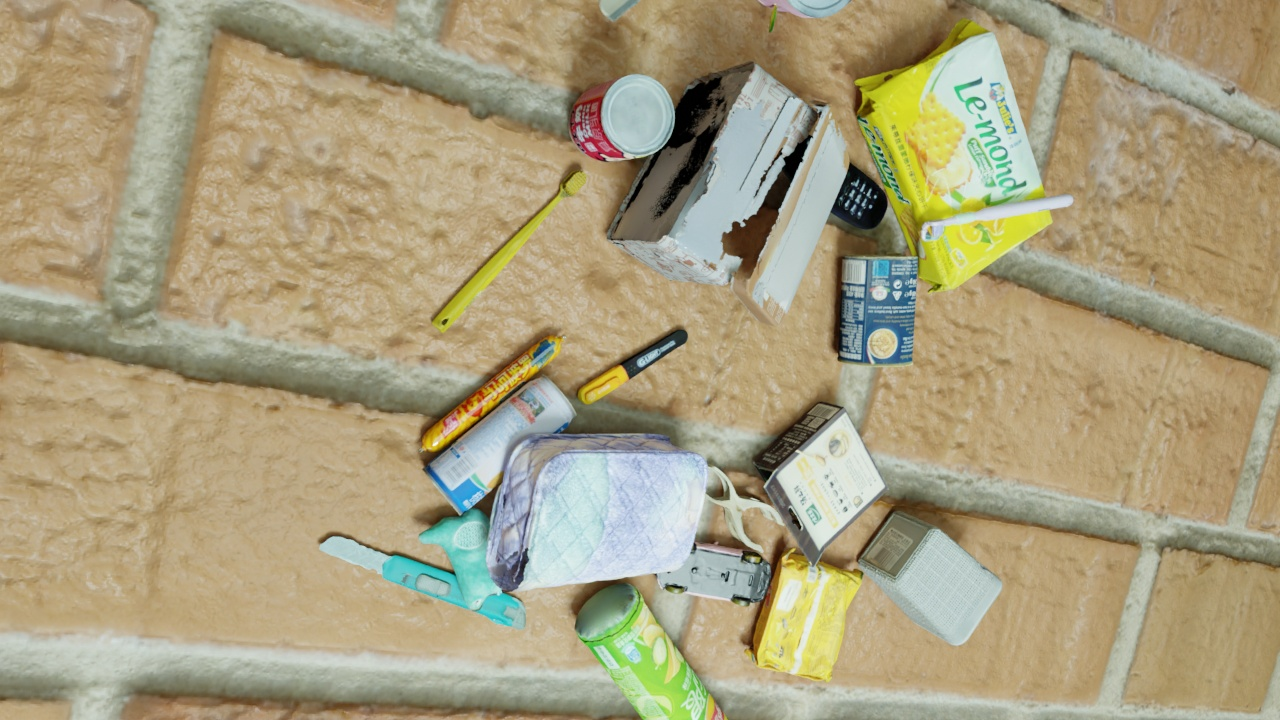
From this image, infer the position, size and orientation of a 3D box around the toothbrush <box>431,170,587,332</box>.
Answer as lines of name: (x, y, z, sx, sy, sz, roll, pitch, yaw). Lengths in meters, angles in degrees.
toothbrush: (-0.112, -0.097, 0.803, 0.190, 0.017, 0.015, -48, 112, -9)

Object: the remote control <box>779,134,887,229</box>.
remote control: (0.190, -0.178, 0.916, 0.136, 0.024, 0.053, 30, 88, -23)

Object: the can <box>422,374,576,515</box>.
can: (-0.122, 0.072, 0.806, 0.134, 0.053, 0.053, -40, 111, -13)

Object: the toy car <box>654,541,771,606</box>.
toy car: (0.072, 0.211, 0.922, 0.122, 0.037, 0.056, 13, 90, -12)

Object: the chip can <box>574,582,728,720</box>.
chip can: (0.019, 0.314, 0.895, 0.072, 0.073, 0.221, -38, 111, -14)

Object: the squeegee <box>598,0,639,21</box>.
squeegee: (-0.023, -0.450, 0.772, 0.245, 0.039, 0.246, -47, 114, -23)

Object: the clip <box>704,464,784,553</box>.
clip: (0.107, 0.139, 0.928, 0.083, 0.035, 0.104, -32, 101, -12)

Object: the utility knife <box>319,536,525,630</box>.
utility knife: (-0.187, 0.199, 0.820, 0.207, 0.013, 0.029, 28, 82, -24)

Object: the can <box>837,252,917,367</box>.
can: (0.240, -0.053, 0.929, 0.075, 0.075, 0.111, -3, 99, -23)

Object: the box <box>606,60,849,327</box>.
box: (0.105, -0.139, 0.818, 0.178, 0.153, 0.182, 30, 86, -26)

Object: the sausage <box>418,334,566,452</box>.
sausage: (-0.130, 0.028, 0.813, 0.165, 0.021, 0.021, -40, 111, -13)

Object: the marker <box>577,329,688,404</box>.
marker: (-0.005, 0.005, 0.867, 0.123, 0.015, 0.018, -32, 114, -17)

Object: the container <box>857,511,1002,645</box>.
container: (0.311, 0.232, 0.999, 0.114, 0.090, 0.090, 42, 81, -20)

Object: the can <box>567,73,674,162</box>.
can: (-0.019, -0.205, 0.783, 0.066, 0.094, 0.066, -4, 100, -23)

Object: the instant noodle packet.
instant noodle packet: (0.173, 0.267, 0.969, 0.110, 0.044, 0.128, 20, 88, -23)

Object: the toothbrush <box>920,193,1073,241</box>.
toothbrush: (0.364, -0.147, 0.923, 0.189, 0.029, 0.021, -14, 67, -20)

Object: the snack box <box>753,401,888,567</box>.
snack box: (0.181, 0.126, 0.942, 0.125, 0.053, 0.113, -38, 111, -16)

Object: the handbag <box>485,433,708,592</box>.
handbag: (-0.035, 0.134, 0.821, 0.193, 0.076, 0.134, 5, 101, -39)

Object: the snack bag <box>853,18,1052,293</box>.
snack bag: (0.318, -0.202, 0.942, 0.158, 0.068, 0.246, -32, 110, -14)

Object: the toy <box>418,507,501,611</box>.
toy: (-0.146, 0.176, 0.824, 0.096, 0.030, 0.092, -21, 101, -36)

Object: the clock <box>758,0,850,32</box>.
clock: (0.161, -0.386, 0.842, 0.158, 0.060, 0.117, -41, 124, -15)
